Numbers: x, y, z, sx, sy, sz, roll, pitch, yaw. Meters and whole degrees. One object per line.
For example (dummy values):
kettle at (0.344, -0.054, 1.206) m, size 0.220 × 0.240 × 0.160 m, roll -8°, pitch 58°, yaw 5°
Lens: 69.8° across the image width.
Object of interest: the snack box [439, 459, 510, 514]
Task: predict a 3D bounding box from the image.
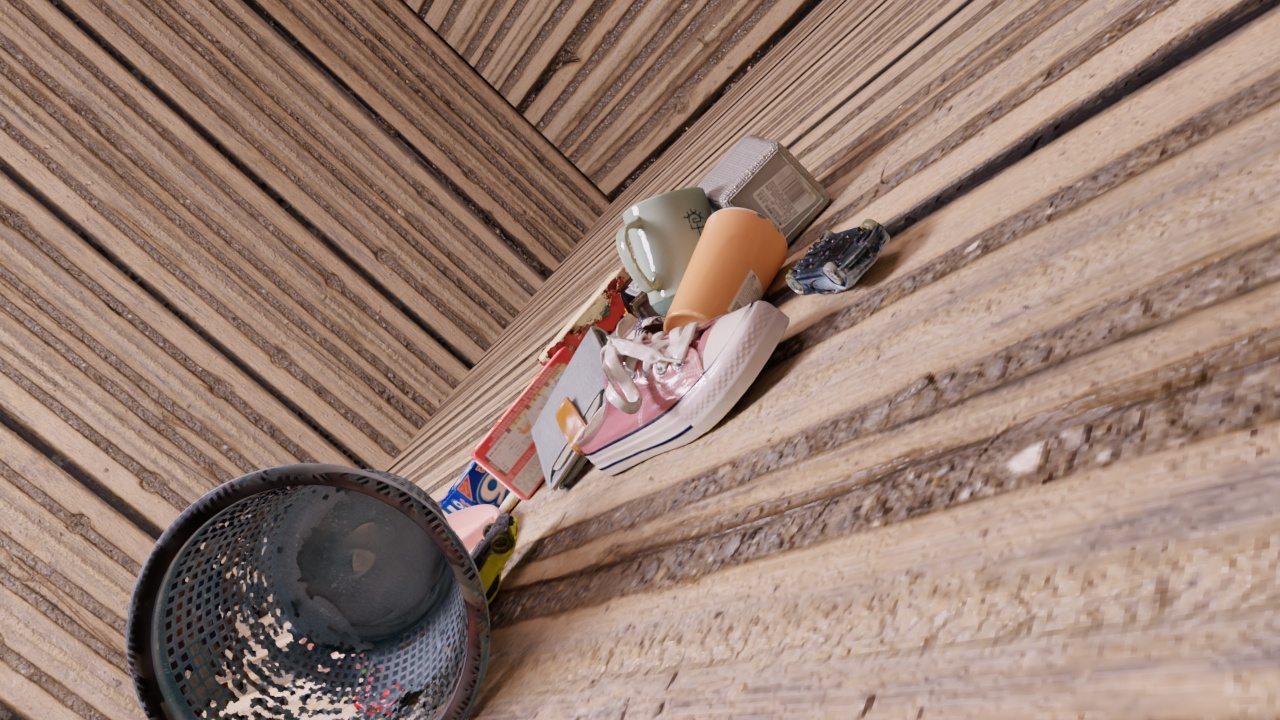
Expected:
snack box at (-0.147, 0.102, 1.063) m, size 0.057 × 0.058 × 0.206 m, roll -39°, pitch 14°, yaw 50°

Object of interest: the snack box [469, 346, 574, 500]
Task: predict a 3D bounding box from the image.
snack box at (-0.102, 0.066, 0.968) m, size 0.152 × 0.075 × 0.025 m, roll -51°, pitch 12°, yaw -19°

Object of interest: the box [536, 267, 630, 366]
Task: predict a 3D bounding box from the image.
box at (-0.066, -0.047, 1.220) m, size 0.168 × 0.078 × 0.091 m, roll -49°, pitch 10°, yaw -6°

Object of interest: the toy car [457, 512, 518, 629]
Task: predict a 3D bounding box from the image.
toy car at (-0.132, 0.179, 0.779) m, size 0.105 × 0.032 × 0.048 m, roll -59°, pitch 19°, yaw -6°

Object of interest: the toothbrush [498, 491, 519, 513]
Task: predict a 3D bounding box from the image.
toothbrush at (-0.101, 0.099, 0.992) m, size 0.191 × 0.018 × 0.016 m, roll -51°, pitch 10°, yaw -16°

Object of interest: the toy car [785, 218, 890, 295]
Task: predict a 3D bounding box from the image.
toy car at (0.138, -0.068, 0.636) m, size 0.049 × 0.031 × 0.106 m, roll -50°, pitch 10°, yaw -8°

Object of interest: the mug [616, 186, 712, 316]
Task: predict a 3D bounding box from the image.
mug at (0.027, -0.099, 0.867) m, size 0.111 × 0.106 × 0.082 m, roll -14°, pitch -3°, yaw -42°

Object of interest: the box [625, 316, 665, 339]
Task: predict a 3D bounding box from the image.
box at (-0.005, 0.004, 0.911) m, size 0.086 × 0.076 × 0.163 m, roll -18°, pitch -9°, yaw -32°

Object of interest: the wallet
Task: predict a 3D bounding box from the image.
wallet at (-0.061, 0.046, 0.857) m, size 0.130 × 0.037 × 0.106 m, roll -58°, pitch 29°, yaw 21°

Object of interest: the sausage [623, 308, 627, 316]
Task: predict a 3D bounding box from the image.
sausage at (0.035, -0.105, 1.140) m, size 0.165 × 0.021 × 0.021 m, roll -42°, pitch 12°, yaw 26°

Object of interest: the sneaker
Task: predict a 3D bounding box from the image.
sneaker at (0.010, 0.012, 0.695) m, size 0.242 × 0.088 × 0.118 m, roll -36°, pitch 15°, yaw 49°

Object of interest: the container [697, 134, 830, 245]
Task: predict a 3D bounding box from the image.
container at (0.119, -0.160, 0.891) m, size 0.090 × 0.090 × 0.114 m, roll -46°, pitch 14°, yaw 6°

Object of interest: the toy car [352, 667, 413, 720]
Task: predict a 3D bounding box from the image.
toy car at (-0.213, 0.276, 0.775) m, size 0.107 × 0.031 × 0.049 m, roll -28°, pitch 23°, yaw 55°

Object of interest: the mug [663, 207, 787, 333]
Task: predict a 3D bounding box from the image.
mug at (0.070, -0.062, 0.781) m, size 0.078 × 0.078 × 0.122 m, roll -33°, pitch 24°, yaw 53°

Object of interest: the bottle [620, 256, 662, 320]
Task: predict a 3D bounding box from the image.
bottle at (0.014, -0.089, 1.049) m, size 0.080 × 0.044 × 0.194 m, roll -34°, pitch 18°, yaw 5°

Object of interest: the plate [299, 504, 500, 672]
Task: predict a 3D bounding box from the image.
plate at (-0.227, 0.222, 0.893) m, size 0.230 × 0.028 × 0.229 m, roll -29°, pitch 14°, yaw 8°

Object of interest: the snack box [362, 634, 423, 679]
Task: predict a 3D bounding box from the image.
snack box at (-0.241, 0.258, 0.952) m, size 0.086 × 0.026 × 0.156 m, roll -46°, pitch 11°, yaw 12°

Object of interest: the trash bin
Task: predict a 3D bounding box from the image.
trash bin at (-0.219, 0.170, 0.678) m, size 0.226 × 0.226 × 0.195 m, roll -47°, pitch 7°, yaw 0°
